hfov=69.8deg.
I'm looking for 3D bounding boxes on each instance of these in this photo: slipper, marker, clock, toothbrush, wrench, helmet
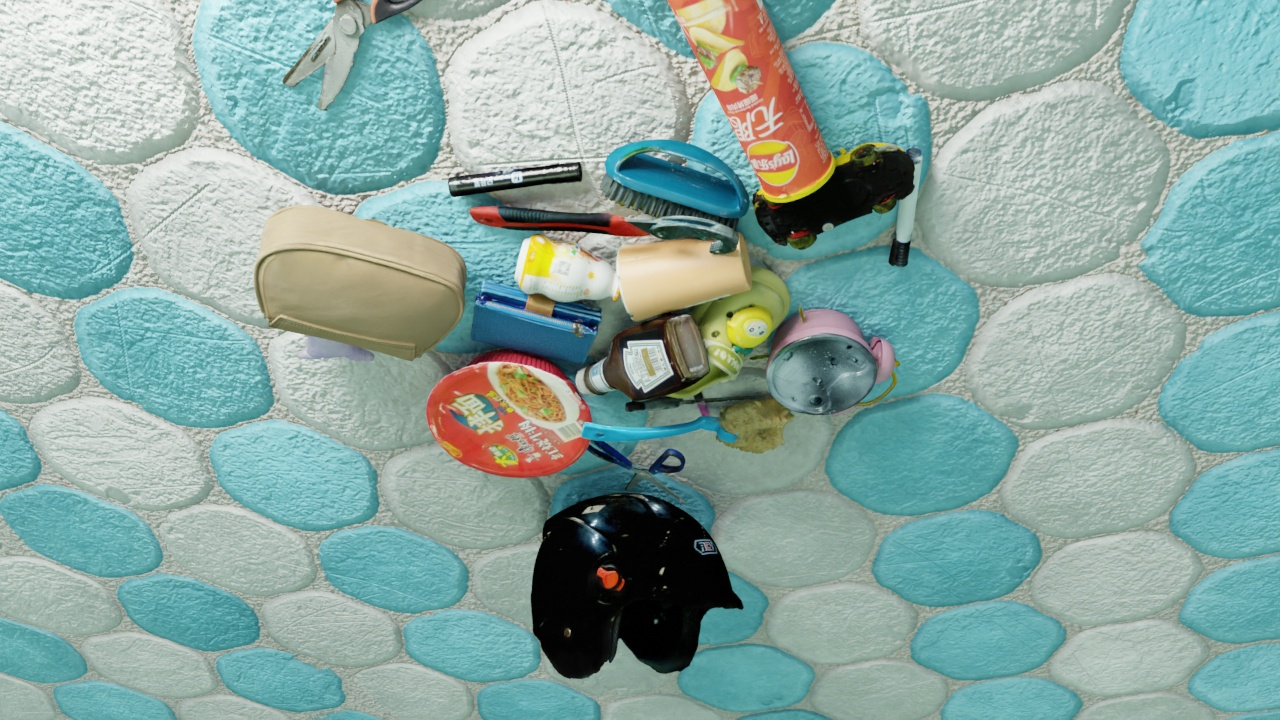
[{"bbox_3d":[0.086,-0.013,0.975,0.091,0.081,0.191,27,123,-31],"label":"slipper"},{"bbox_3d":[0.257,-0.145,0.890,0.022,0.018,0.131,-25,135,-18],"label":"marker"},{"bbox_3d":[-0.122,-0.176,0.892,0.132,0.020,0.022,-6,161,8],"label":"marker"},{"bbox_3d":[0.211,0.007,1.009,0.158,0.059,0.117,27,128,-17],"label":"clock"},{"bbox_3d":[0.055,0.013,1.054,0.014,0.017,0.189,-16,131,9],"label":"toothbrush"},{"bbox_3d":[-0.041,-0.130,0.883,0.274,0.016,0.056,8,162,16],"label":"wrench"},{"bbox_3d":[-0.011,0.279,1.158,0.275,0.230,0.233,-20,158,26],"label":"helmet"}]

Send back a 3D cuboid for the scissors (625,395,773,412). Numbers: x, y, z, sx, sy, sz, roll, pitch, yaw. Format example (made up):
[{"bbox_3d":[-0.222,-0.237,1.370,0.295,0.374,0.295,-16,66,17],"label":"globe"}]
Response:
[{"bbox_3d":[0.067,0.048,1.042,0.136,0.014,0.175,-7,-176,-43],"label":"scissors"}]

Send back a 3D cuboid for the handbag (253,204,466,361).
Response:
[{"bbox_3d":[-0.284,-0.079,0.935,0.204,0.099,0.148,15,134,-23],"label":"handbag"}]

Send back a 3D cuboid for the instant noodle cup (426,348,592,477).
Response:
[{"bbox_3d":[-0.148,0.054,1.074,0.194,0.065,0.194,3,133,3],"label":"instant noodle cup"}]

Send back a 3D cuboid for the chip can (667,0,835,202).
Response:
[{"bbox_3d":[0.096,-0.238,0.781,0.073,0.073,0.216,-19,128,20],"label":"chip can"}]

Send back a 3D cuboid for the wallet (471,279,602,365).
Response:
[{"bbox_3d":[-0.115,-0.039,0.995,0.133,0.040,0.107,13,152,-8],"label":"wallet"}]

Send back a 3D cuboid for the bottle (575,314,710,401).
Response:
[{"bbox_3d":[-0.006,0.006,0.985,0.195,0.043,0.080,-19,89,53],"label":"bottle"}]

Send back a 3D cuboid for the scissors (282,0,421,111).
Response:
[{"bbox_3d":[-0.246,-0.309,0.781,0.196,0.015,0.216,-4,133,7],"label":"scissors"}]

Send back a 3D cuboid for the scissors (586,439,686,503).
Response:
[{"bbox_3d":[0.004,0.135,1.139,0.173,0.012,0.163,37,146,-25],"label":"scissors"}]

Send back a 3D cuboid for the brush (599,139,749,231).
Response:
[{"bbox_3d":[0.036,-0.168,0.861,0.144,0.055,0.074,15,132,-9],"label":"brush"}]

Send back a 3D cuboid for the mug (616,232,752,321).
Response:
[{"bbox_3d":[0.046,-0.087,0.916,0.123,0.078,0.078,-9,131,16],"label":"mug"}]

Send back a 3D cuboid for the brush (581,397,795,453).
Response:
[{"bbox_3d":[0.058,0.079,1.066,0.254,0.045,0.083,-1,142,-15],"label":"brush"}]

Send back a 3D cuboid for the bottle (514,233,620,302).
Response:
[{"bbox_3d":[-0.072,-0.089,0.937,0.108,0.063,0.063,14,132,-8],"label":"bottle"}]

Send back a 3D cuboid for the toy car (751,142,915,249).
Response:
[{"bbox_3d":[0.183,-0.158,0.869,0.156,0.041,0.071,-20,128,23],"label":"toy car"}]

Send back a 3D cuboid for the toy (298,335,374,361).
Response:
[{"bbox_3d":[-0.337,-0.040,1.019,0.083,0.039,0.108,3,128,-15],"label":"toy"}]
